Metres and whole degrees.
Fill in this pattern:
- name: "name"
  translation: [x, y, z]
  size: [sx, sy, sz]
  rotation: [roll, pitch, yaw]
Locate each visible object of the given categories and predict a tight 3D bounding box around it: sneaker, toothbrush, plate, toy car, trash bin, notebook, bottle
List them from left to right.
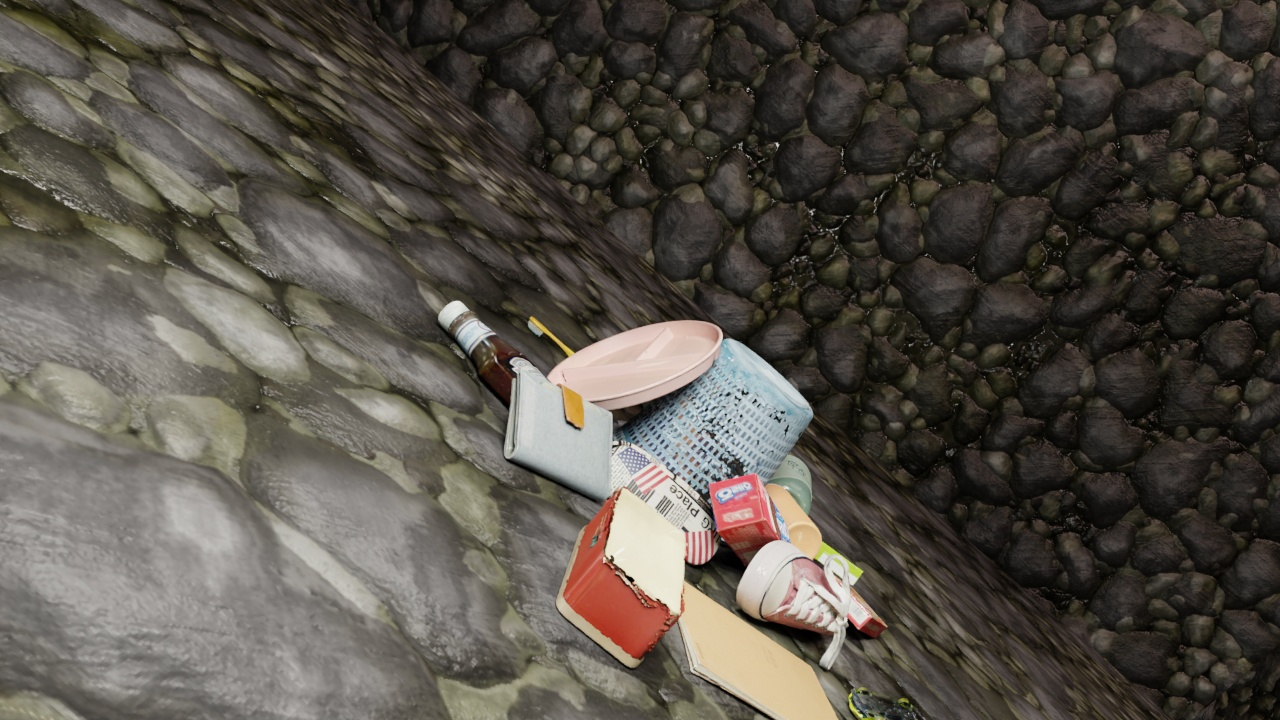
- name: "bottle"
  translation: [-0.151, 0.008, 1.024]
  size: [0.195, 0.044, 0.079]
  rotation: [43, 15, 16]
- name: "toothbrush"
  translation: [-0.091, 0.006, 1.319]
  size: [0.191, 0.018, 0.016]
  rotation: [43, 13, -2]
- name: "plate"
  translation: [-0.007, 0.007, 1.138]
  size: [0.229, 0.229, 0.028]
  rotation: [-104, 177, -71]
- name: "trash bin"
  translation: [0.104, 0.089, 1.176]
  size: [0.226, 0.195, 0.226]
  rotation: [39, 12, -10]
- name: "notebook"
  translation: [0.113, 0.295, 0.885]
  size: [0.211, 0.012, 0.149]
  rotation: [37, 10, -20]
- name: "sneaker"
  translation: [0.191, 0.268, 1.022]
  size: [0.088, 0.118, 0.241]
  rotation: [24, -8, 39]
- name: "toy car"
  translation: [0.266, 0.387, 0.992]
  size: [0.105, 0.032, 0.048]
  rotation: [24, 17, -23]

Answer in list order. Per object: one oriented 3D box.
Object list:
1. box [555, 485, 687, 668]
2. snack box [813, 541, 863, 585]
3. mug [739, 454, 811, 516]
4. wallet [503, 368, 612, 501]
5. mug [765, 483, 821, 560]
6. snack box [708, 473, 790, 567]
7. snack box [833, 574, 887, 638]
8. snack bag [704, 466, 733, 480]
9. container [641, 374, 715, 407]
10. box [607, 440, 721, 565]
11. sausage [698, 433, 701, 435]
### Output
- name: "box"
  translation: [-0.005, 0.173, 0.780]
  size: [0.091, 0.078, 0.168]
  rotation: [39, 12, -4]
- name: "snack box"
  translation: [0.250, 0.269, 1.294]
  size: [0.086, 0.026, 0.156]
  rotation: [36, -4, -1]
- name: "mug"
  translation: [0.193, 0.185, 1.325]
  size: [0.112, 0.082, 0.106]
  rotation: [32, 20, 1]
- name: "wallet"
  translation: [-0.077, 0.073, 0.933]
  size: [0.129, 0.037, 0.106]
  rotation: [31, 47, -37]
- name: "mug"
  translation: [0.187, 0.218, 1.204]
  size: [0.078, 0.078, 0.123]
  rotation: [37, 1, -18]
- name: "snack box"
  translation: [0.129, 0.191, 1.047]
  size: [0.207, 0.058, 0.057]
  rotation: [56, 22, -59]
- name: "snack box"
  translation: [0.286, 0.330, 1.229]
  size: [0.075, 0.025, 0.153]
  rotation: [48, 3, 30]
- name: "snack bag"
  translation: [0.121, 0.175, 1.336]
  size: [0.105, 0.026, 0.045]
  rotation: [39, 24, -18]
- name: "container"
  translation: [0.062, 0.041, 1.432]
  size: [0.090, 0.114, 0.090]
  rotation: [37, 12, -21]
- name: "box"
  translation: [0.016, 0.160, 1.011]
  size: [0.162, 0.076, 0.086]
  rotation: [43, 41, -6]
- name: "sausage"
  translation: [0.073, 0.120, 1.407]
  size: [0.021, 0.021, 0.165]
  rotation: [46, 12, 23]
